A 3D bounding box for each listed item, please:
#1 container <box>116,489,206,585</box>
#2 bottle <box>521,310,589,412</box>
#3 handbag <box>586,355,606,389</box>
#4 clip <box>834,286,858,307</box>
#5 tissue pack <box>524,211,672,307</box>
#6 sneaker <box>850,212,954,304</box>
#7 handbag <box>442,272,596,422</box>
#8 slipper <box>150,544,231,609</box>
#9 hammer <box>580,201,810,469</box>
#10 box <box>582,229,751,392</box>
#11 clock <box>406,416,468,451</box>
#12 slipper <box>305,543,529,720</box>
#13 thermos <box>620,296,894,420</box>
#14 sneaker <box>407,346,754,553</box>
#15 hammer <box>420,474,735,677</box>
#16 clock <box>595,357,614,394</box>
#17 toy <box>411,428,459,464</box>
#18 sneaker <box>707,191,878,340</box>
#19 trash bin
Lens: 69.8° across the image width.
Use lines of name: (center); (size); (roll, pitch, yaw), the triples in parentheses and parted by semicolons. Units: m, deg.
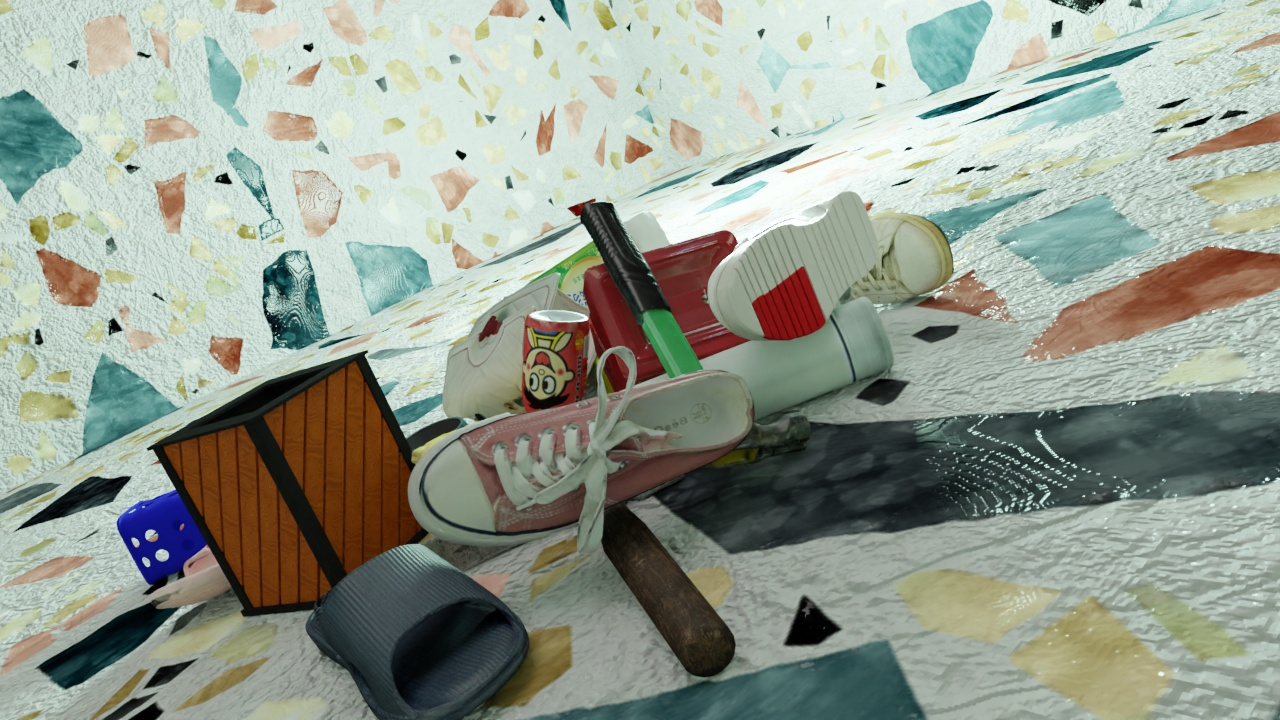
container: (-0.504, 0.182, 1.036); (0.113, 0.084, 0.085); (-22, 13, -4)
bottle: (-0.083, 0.024, 0.878); (0.062, 0.137, 0.062); (4, 13, -1)
handbag: (-0.022, -0.022, 1.153); (0.175, 0.062, 0.198); (-29, 7, -25)
clip: (0.206, -0.050, 0.890); (0.043, 0.102, 0.054); (-26, 58, -1)
tissue pack: (-0.032, -0.105, 1.183); (0.198, 0.120, 0.141); (-21, 7, 32)
sneaker: (0.202, -0.090, 0.955); (0.102, 0.089, 0.242); (-22, 7, -34)
handbag: (-0.137, -0.002, 1.023); (0.199, 0.096, 0.141); (-22, 42, 47)
slipper: (-0.374, 0.173, 0.906); (0.107, 0.055, 0.220); (-26, 6, 41)
hammer: (0.012, -0.035, 0.764); (0.130, 0.032, 0.318); (-10, 46, -18)
box: (0.037, -0.022, 0.879); (0.157, 0.137, 0.127); (-15, -29, -11)
clock: (-0.208, 0.103, 0.942); (0.090, 0.053, 0.124); (-22, 17, 2)
slipper: (-0.165, 0.163, 0.613); (0.101, 0.082, 0.264); (-29, 15, -33)
thermos: (0.096, 0.017, 0.780); (0.230, 0.068, 0.068); (-21, 15, 3)
sneaker: (-0.034, 0.061, 0.595); (0.241, 0.118, 0.088); (-18, -2, -7)
hammer: (-0.039, 0.139, 0.601); (0.217, 0.037, 0.300); (-25, 15, -10)
clock: (-0.006, 0.006, 0.984); (0.083, 0.057, 0.119); (-24, 20, 0)
toy: (-0.120, 0.087, 0.809); (0.154, 0.064, 0.170); (-2, 6, -21)
sneaker: (0.108, -0.074, 0.779); (0.105, 0.090, 0.235); (-13, 17, 41)
trash bin: (-0.298, 0.109, 0.815); (0.140, 0.172, 0.139); (-14, 17, 30)
